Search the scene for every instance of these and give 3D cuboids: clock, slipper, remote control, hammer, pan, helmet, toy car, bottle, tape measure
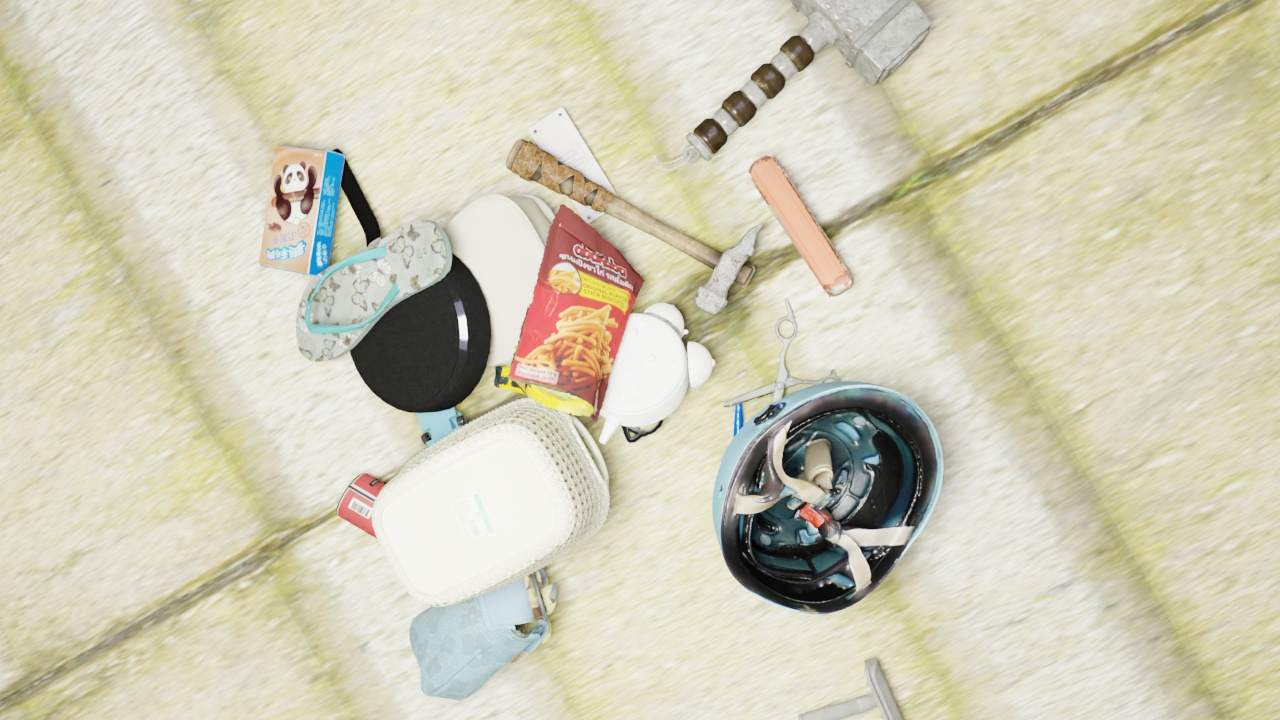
[{"bbox_3d":[-0.006,0.006,1.057,0.161,0.073,0.125,-31,64,-6],"label":"clock"},{"bbox_3d":[-0.329,-0.084,1.058,0.269,0.054,0.098,-30,80,28],"label":"slipper"},{"bbox_3d":[-0.079,-0.234,1.105,0.050,0.011,0.136,-32,91,7],"label":"remote control"},{"bbox_3d":[-0.011,-0.172,1.078,0.319,0.049,0.121,28,93,2],"label":"hammer"},{"bbox_3d":[-0.305,-0.102,1.098,0.205,0.044,0.355,-33,80,29],"label":"pan"},{"bbox_3d":[0.194,0.131,1.011,0.225,0.166,0.266,41,98,-16],"label":"helmet"},{"bbox_3d":[0.152,-0.322,1.040,0.326,0.079,0.177,-43,88,7],"label":"hammer"},{"bbox_3d":[-0.249,0.058,1.132,0.060,0.027,0.107,-26,74,13],"label":"toy car"},{"bbox_3d":[-0.282,0.207,1.126,0.176,0.062,0.062,29,96,4],"label":"bottle"},{"bbox_3d":[-0.001,0.061,1.098,0.061,0.034,0.061,-28,92,-1],"label":"tape measure"}]

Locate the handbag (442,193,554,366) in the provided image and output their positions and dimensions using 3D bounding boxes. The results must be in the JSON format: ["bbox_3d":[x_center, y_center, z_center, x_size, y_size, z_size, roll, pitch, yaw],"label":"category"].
[{"bbox_3d":[-0.165,-0.087,1.095,0.200,0.092,0.200,-26,90,27],"label":"handbag"}]

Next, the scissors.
[{"bbox_3d":[0.169,0.013,1.086,0.141,0.014,0.175,1,89,-1],"label":"scissors"}]

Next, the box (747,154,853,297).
[{"bbox_3d":[0.186,-0.156,1.062,0.059,0.056,0.187,-35,90,-25],"label":"box"}]

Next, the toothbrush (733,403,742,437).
[{"bbox_3d":[0.113,0.137,1.101,0.018,0.016,0.182,1,93,11],"label":"toothbrush"}]

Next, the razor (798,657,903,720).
[{"bbox_3d":[0.244,0.415,1.091,0.116,0.047,0.088,-24,90,15],"label":"razor"}]

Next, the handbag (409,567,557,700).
[{"bbox_3d":[-0.179,0.322,1.100,0.192,0.118,0.121,-43,48,16],"label":"handbag"}]

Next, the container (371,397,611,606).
[{"bbox_3d":[-0.165,0.158,0.994,0.246,0.142,0.184,-30,88,8],"label":"container"}]

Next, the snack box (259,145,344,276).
[{"bbox_3d":[-0.414,-0.183,1.122,0.087,0.034,0.151,12,95,27],"label":"snack box"}]

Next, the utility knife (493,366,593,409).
[{"bbox_3d":[-0.108,0.035,1.122,0.151,0.017,0.030,13,99,2],"label":"utility knife"}]

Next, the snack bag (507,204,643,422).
[{"bbox_3d":[-0.070,-0.048,1.003,0.139,0.067,0.207,31,59,-33],"label":"snack bag"}]
